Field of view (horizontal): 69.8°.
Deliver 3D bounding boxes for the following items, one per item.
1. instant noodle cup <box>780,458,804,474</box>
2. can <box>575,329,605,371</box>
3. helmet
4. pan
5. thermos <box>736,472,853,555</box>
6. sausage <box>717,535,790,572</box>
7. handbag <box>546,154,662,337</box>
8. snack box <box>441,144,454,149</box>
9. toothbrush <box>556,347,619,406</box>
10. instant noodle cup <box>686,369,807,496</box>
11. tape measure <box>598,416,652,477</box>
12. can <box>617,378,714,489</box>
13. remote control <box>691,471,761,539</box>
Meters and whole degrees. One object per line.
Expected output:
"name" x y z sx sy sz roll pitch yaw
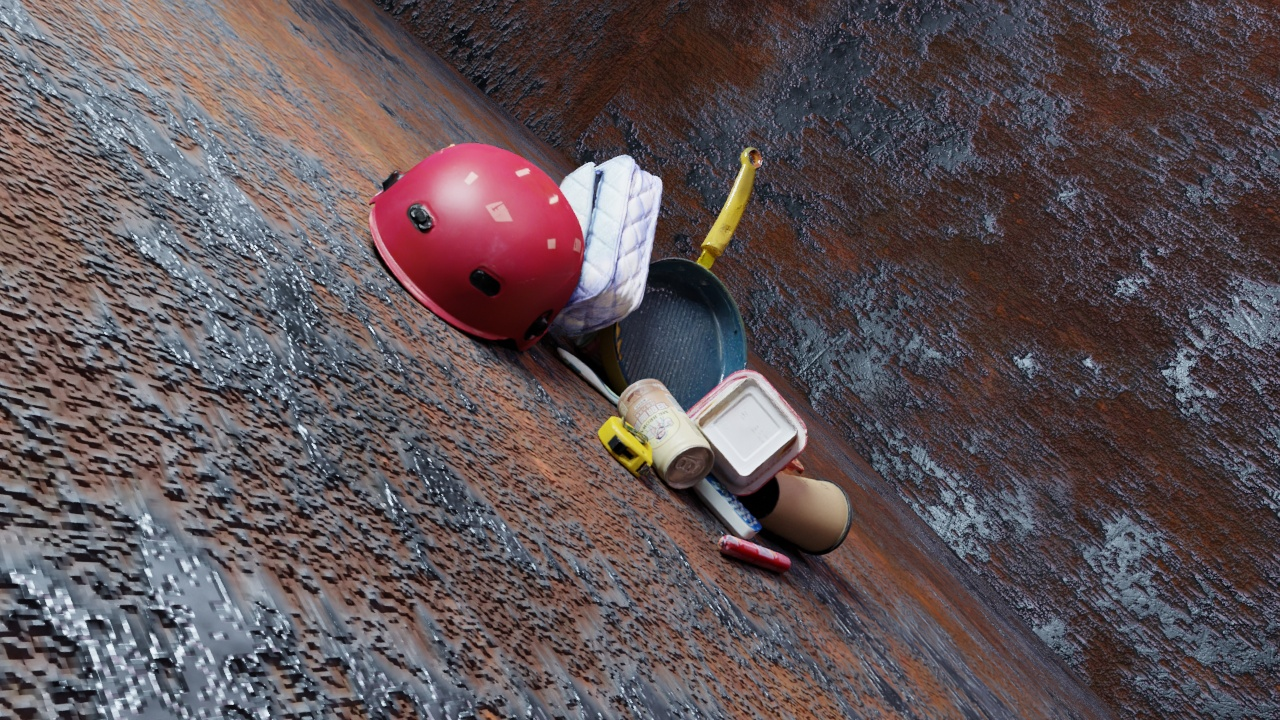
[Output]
"instant noodle cup" 0.118 0.086 1.205 0.164 0.079 0.188 34 12 -42
"can" -0.007 0.006 1.105 0.147 0.058 0.058 40 10 -19
"helmet" -0.141 -0.123 0.877 0.207 0.144 0.239 45 10 -4
"pan" 0.072 -0.094 1.085 0.197 0.356 0.078 29 -23 -30
"thermos" 0.181 0.173 1.076 0.143 0.093 0.093 25 19 -40
"sausage" 0.113 0.190 0.902 0.155 0.020 0.020 32 15 -52
"handbag" -0.052 -0.131 1.022 0.075 0.134 0.193 30 56 -36
"snack box" -0.234 -0.204 1.036 0.026 0.075 0.153 40 10 -15
"toothbrush" -0.018 0.046 1.005 0.191 0.018 0.016 42 9 -17
"instant noodle cup" 0.111 0.075 0.977 0.116 0.116 0.124 49 -1 8
"tape measure" -0.011 0.077 0.862 0.057 0.029 0.060 41 9 -7
"can" 0.024 0.073 0.933 0.058 0.058 0.116 34 13 -43
"remote control" 0.075 0.138 0.964 0.125 0.024 0.049 47 10 17
